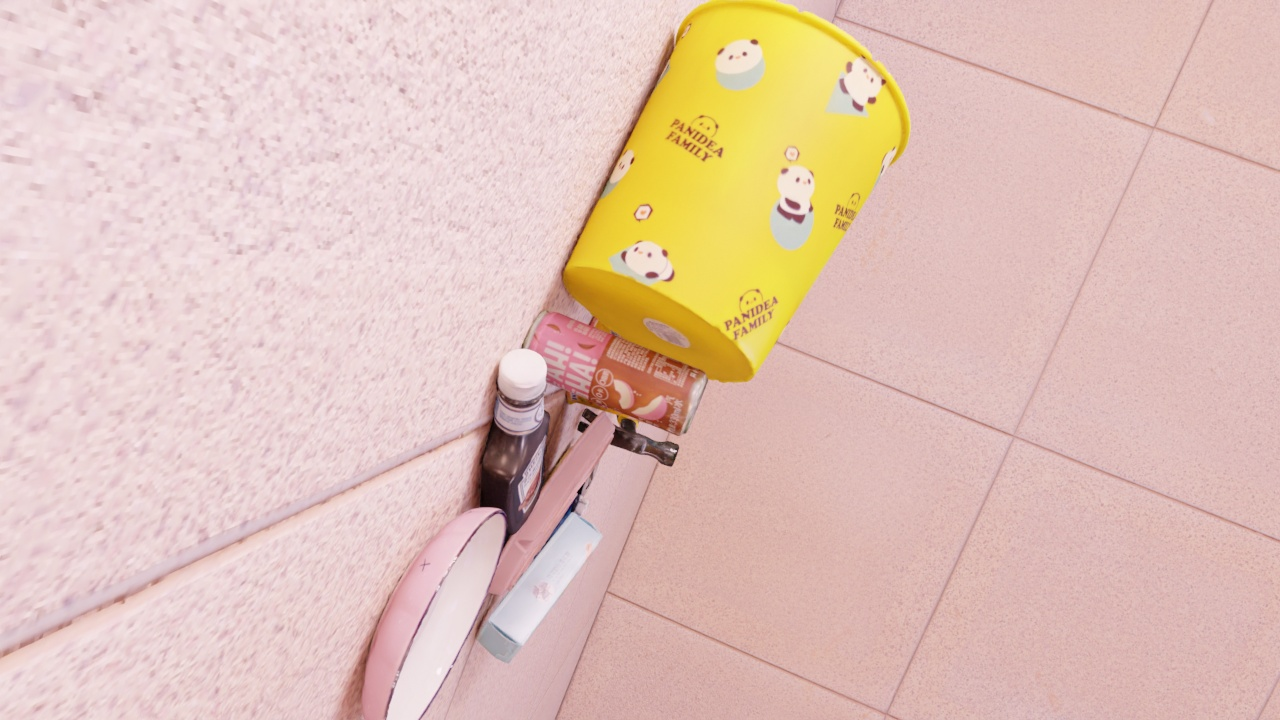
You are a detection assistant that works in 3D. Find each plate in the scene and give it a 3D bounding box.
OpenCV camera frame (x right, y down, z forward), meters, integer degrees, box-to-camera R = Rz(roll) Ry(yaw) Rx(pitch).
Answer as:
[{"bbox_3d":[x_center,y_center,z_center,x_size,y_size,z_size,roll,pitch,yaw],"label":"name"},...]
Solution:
[{"bbox_3d":[-0.093,0.155,0.981,0.229,0.028,0.229,-56,176,-6],"label":"plate"},{"bbox_3d":[-0.163,0.197,0.706,0.192,0.039,0.192,24,88,-83],"label":"plate"}]

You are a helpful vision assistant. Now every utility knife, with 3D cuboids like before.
[{"bbox_3d":[-0.106,0.141,1.105,0.167,0.018,0.031,-65,180,-60],"label":"utility knife"}]

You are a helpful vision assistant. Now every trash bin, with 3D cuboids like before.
[{"bbox_3d":[0.074,-0.134,0.795,0.255,0.229,0.230,-61,172,-14],"label":"trash bin"}]

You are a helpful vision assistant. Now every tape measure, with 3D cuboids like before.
[{"bbox_3d":[-0.080,0.151,1.238,0.065,0.033,0.066,-52,163,-61],"label":"tape measure"}]

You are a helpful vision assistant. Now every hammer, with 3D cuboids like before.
[{"bbox_3d":[-0.019,0.082,1.271,0.323,0.126,0.032,-101,-149,-84],"label":"hammer"}]

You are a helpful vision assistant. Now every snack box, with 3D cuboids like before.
[{"bbox_3d":[-0.116,0.264,1.071,0.174,0.051,0.074,-50,176,-38],"label":"snack box"}]

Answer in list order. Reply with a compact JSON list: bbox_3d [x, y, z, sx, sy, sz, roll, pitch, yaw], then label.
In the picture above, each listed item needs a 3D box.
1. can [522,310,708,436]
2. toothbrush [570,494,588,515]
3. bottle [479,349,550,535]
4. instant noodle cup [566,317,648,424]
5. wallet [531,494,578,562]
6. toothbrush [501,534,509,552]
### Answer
[{"bbox_3d":[-0.021,0.010,0.752,0.058,0.147,0.058,24,88,-83],"label":"can"},{"bbox_3d":[-0.107,0.250,1.168,0.181,0.018,0.015,-65,165,16],"label":"toothbrush"},{"bbox_3d":[-0.102,0.066,0.753,0.195,0.044,0.079,103,10,-49],"label":"bottle"},{"bbox_3d":[-0.006,0.006,1.027,0.138,0.110,0.138,25,88,-83],"label":"instant noodle cup"},{"bbox_3d":[-0.120,0.246,1.211,0.106,0.040,0.133,-49,160,-46],"label":"wallet"},{"bbox_3d":[-0.167,0.234,0.842,0.026,0.027,0.212,37,71,-40],"label":"toothbrush"}]
